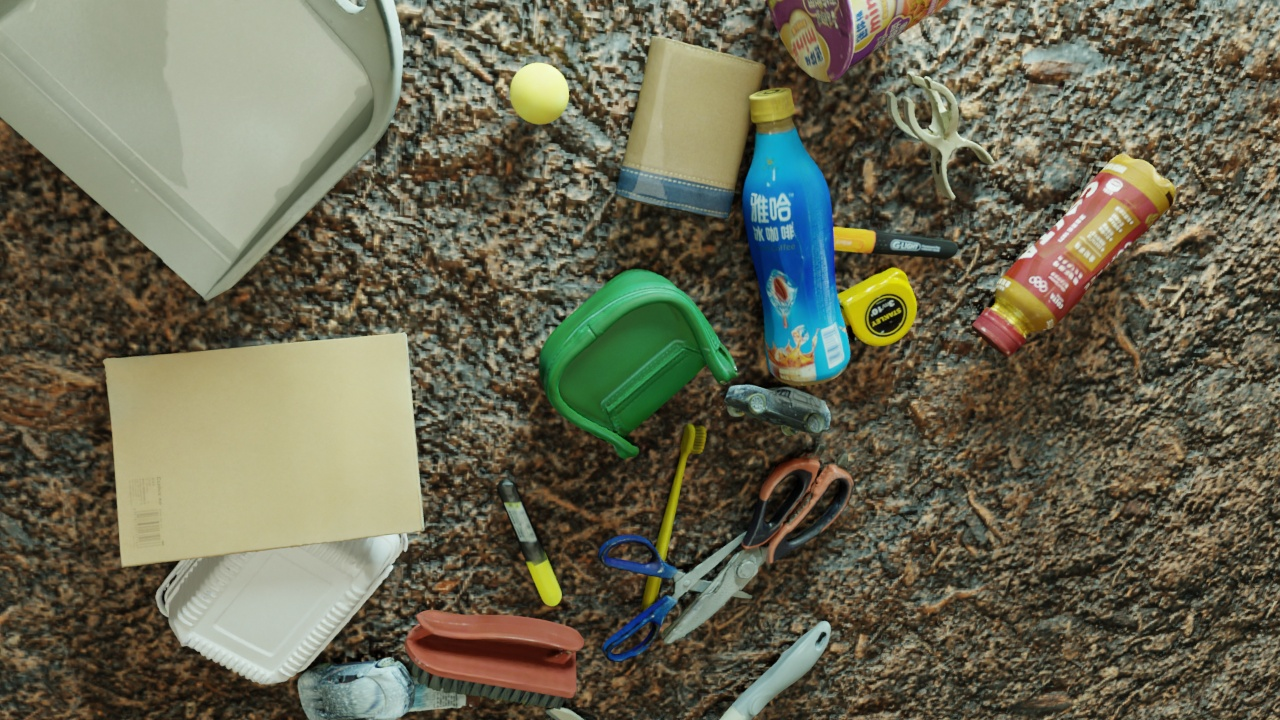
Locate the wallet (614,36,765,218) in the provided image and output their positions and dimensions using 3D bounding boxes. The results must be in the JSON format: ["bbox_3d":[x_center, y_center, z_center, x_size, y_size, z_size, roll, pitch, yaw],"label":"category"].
[{"bbox_3d":[0.035,-0.165,0.659,0.090,0.033,0.115,8,108,-16],"label":"wallet"}]

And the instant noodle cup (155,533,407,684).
[{"bbox_3d":[-0.283,0.177,0.719,0.138,0.060,0.173,38,102,-21],"label":"instant noodle cup"}]

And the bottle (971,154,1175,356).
[{"bbox_3d":[0.341,-0.080,0.733,0.057,0.057,0.175,37,101,-21],"label":"bottle"}]

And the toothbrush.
[{"bbox_3d":[0.027,0.141,0.784,0.016,0.015,0.190,6,110,-20],"label":"toothbrush"}]

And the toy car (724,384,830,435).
[{"bbox_3d":[0.112,0.038,0.747,0.090,0.043,0.034,18,79,-19],"label":"toy car"}]

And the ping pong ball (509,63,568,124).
[{"bbox_3d":[-0.069,-0.182,0.627,0.040,0.040,0.040,-3,111,-9],"label":"ping pong ball"}]

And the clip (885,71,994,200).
[{"bbox_3d":[0.226,-0.171,0.691,0.076,0.034,0.101,-41,117,6],"label":"clip"}]

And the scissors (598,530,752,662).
[{"bbox_3d":[0.026,0.193,0.791,0.176,0.012,0.162,-45,121,0],"label":"scissors"}]

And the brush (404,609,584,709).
[{"bbox_3d":[-0.124,0.244,0.772,0.145,0.063,0.069,13,120,-13],"label":"brush"}]

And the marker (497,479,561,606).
[{"bbox_3d":[-0.093,0.153,0.769,0.018,0.015,0.124,-20,110,-3],"label":"marker"}]

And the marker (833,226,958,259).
[{"bbox_3d":[0.194,-0.092,0.725,0.123,0.015,0.018,3,114,-13],"label":"marker"}]

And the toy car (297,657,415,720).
[{"bbox_3d":[-0.238,0.277,0.763,0.106,0.031,0.049,-10,99,17],"label":"toy car"}]

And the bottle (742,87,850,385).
[{"bbox_3d":[0.111,-0.089,0.680,0.065,0.065,0.219,-16,114,-4],"label":"bottle"}]

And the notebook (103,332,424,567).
[{"bbox_3d":[-0.272,0.063,0.667,0.211,0.012,0.149,-6,86,-8],"label":"notebook"}]

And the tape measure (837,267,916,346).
[{"bbox_3d":[0.190,-0.042,0.736,0.060,0.029,0.057,-28,112,1],"label":"tape measure"}]

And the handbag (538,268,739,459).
[{"bbox_3d":[-0.004,0.004,0.697,0.131,0.068,0.120,-42,113,7],"label":"handbag"}]

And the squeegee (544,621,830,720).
[{"bbox_3d":[0.086,0.331,0.856,0.247,0.039,0.246,-40,113,6],"label":"squeegee"}]

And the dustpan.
[{"bbox_3d":[-0.267,-0.176,0.542,0.258,0.142,0.222,-41,112,5],"label":"dustpan"}]

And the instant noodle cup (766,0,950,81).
[{"bbox_3d":[0.148,-0.257,0.607,0.099,0.111,0.111,-26,113,-7],"label":"instant noodle cup"}]

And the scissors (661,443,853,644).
[{"bbox_3d":[0.089,0.158,0.787,0.210,0.015,0.177,-13,112,-14],"label":"scissors"}]

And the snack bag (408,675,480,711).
[{"bbox_3d":[-0.191,0.287,0.795,0.105,0.026,0.045,-2,99,-10],"label":"snack bag"}]
